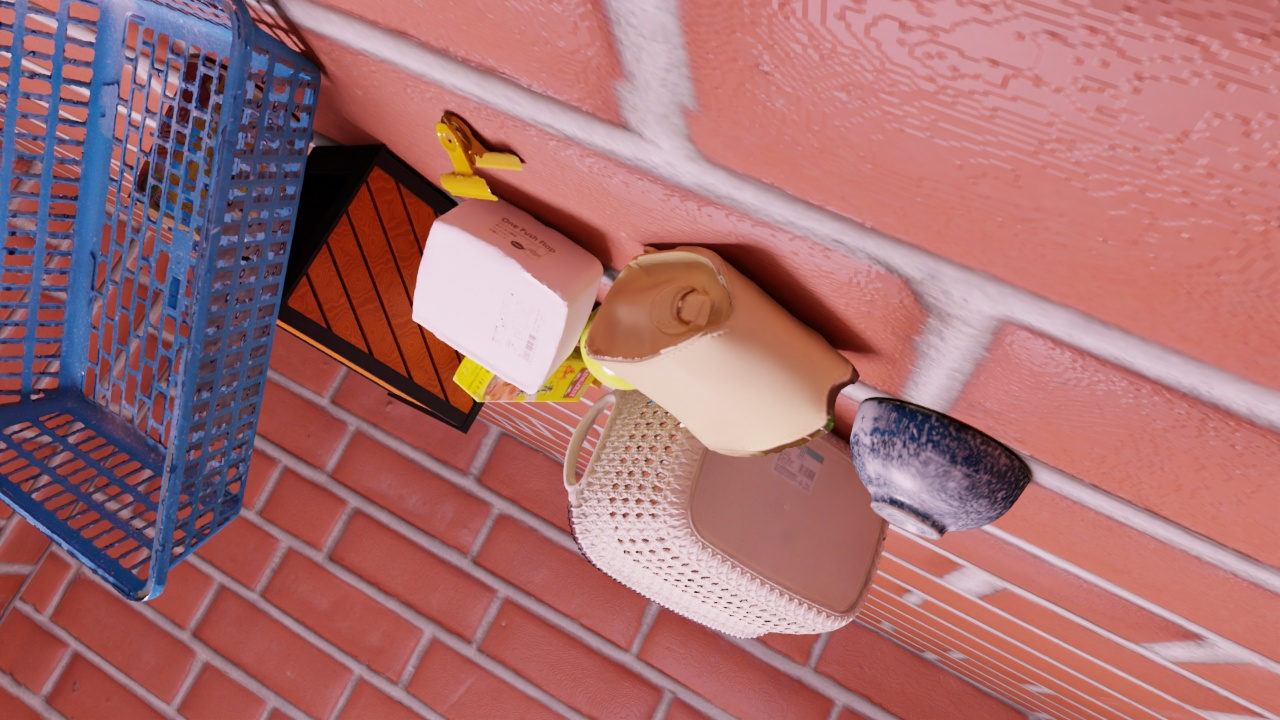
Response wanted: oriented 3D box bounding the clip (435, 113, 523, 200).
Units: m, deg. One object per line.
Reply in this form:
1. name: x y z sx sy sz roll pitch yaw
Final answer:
1. clip: -0.095 -0.115 0.518 0.047 0.046 0.054 -8 -163 -39

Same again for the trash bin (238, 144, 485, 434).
1. trash bin: -0.196 -0.057 0.715 0.171 0.139 0.140 38 166 -38

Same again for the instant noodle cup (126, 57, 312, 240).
1. instant noodle cup: -0.320 -0.149 0.683 0.100 0.112 0.100 29 169 6

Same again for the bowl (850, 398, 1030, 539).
1. bowl: 0.181 0.078 0.588 0.114 0.060 0.114 29 170 5

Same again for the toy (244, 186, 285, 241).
1. toy: -0.308 -0.130 0.804 0.108 0.105 0.134 16 163 10

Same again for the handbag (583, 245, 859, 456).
1. handbag: 0.048 -0.003 0.523 0.119 0.081 0.111 37 159 -30

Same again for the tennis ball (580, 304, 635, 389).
1. tennis ball: -0.009 -0.012 0.644 0.065 0.065 0.065 28 169 6

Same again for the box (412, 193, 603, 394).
1. box: -0.080 -0.053 0.620 0.107 0.095 0.103 33 134 9

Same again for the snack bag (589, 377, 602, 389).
1. snack bag: -0.081 -0.004 0.961 0.099 0.026 0.020 30 169 -9

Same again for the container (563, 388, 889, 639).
1. container: 0.078 0.114 0.729 0.251 0.184 0.143 33 157 -24

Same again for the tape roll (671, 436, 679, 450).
1. tape roll: 0.076 0.101 0.889 0.094 0.027 0.094 18 124 30

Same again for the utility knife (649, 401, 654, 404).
1. utility knife: 0.041 0.046 0.893 0.031 0.015 0.175 15 175 -37

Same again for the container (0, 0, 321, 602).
1. container: -0.331 -0.065 0.587 0.257 0.363 0.089 25 -162 23

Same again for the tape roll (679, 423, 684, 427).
1. tape roll: 0.085 0.080 0.943 0.094 0.018 0.094 28 169 6

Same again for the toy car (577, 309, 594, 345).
1. toy car: -0.040 -0.022 0.741 0.113 0.040 0.048 24 167 29

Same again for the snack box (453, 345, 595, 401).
1. snack box: -0.083 0.008 0.710 0.029 0.040 0.147 39 -166 22
